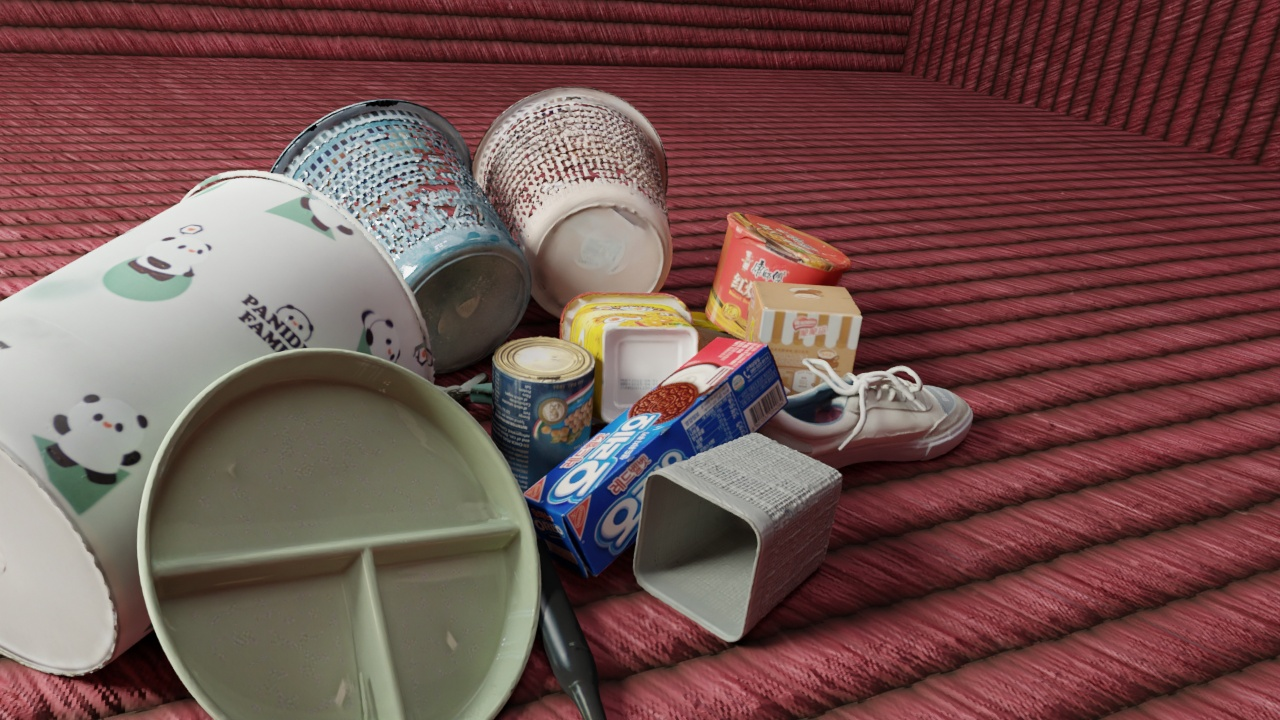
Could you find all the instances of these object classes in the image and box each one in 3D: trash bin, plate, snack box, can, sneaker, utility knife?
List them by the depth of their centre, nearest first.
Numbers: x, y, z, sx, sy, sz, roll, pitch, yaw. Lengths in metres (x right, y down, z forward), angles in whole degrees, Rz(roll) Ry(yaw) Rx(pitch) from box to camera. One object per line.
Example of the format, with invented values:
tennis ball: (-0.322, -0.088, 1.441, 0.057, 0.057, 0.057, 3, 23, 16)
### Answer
plate: (-0.148, 0.101, 0.488, 0.028, 0.230, 0.229, -31, 4, 34)
trash bin: (-0.289, 0.033, 0.558, 0.230, 0.230, 0.251, 13, 32, 16)
snack box: (0.015, 0.061, 0.644, 0.207, 0.057, 0.058, -38, 29, -28)
can: (-0.074, 0.045, 0.683, 0.075, 0.111, 0.075, 4, 25, -2)
sneaker: (0.187, 0.037, 0.774, 0.241, 0.091, 0.089, -9, 30, -29)
trash bin: (-0.214, -0.099, 0.869, 0.226, 0.227, 0.195, -16, 49, -37)
snack box: (0.151, -0.017, 0.877, 0.093, 0.094, 0.077, 4, 25, -2)
trash bin: (-0.059, -0.147, 0.963, 0.227, 0.228, 0.192, -2, 35, -14)
utility knife: (-0.002, -0.052, 1.013, 0.230, 0.015, 0.033, 8, 19, 3)

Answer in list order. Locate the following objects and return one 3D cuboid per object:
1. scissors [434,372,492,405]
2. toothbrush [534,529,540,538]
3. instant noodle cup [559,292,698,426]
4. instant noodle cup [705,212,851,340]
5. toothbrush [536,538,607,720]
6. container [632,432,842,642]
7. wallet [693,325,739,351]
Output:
scissors: (-0.154, 0.043, 0.757, 0.175, 0.019, 0.169, 7, 24, 34)
toothbrush: (0.001, 0.089, 0.703, 0.220, 0.027, 0.026, -17, 29, -38)
instant noodle cup: (-0.004, 0.004, 0.751, 0.116, 0.116, 0.123, 0, 7, -11)
instant noodle cup: (0.137, -0.080, 0.964, 0.138, 0.109, 0.137, 18, 20, -7)
toothbrush: (-0.037, 0.172, 0.521, 0.026, 0.027, 0.212, 26, 13, -31)
container: (0.069, 0.108, 0.607, 0.090, 0.090, 0.114, 25, 29, 34)
wallet: (0.046, 0.000, 0.898, 0.101, 0.032, 0.124, 10, 26, 4)
